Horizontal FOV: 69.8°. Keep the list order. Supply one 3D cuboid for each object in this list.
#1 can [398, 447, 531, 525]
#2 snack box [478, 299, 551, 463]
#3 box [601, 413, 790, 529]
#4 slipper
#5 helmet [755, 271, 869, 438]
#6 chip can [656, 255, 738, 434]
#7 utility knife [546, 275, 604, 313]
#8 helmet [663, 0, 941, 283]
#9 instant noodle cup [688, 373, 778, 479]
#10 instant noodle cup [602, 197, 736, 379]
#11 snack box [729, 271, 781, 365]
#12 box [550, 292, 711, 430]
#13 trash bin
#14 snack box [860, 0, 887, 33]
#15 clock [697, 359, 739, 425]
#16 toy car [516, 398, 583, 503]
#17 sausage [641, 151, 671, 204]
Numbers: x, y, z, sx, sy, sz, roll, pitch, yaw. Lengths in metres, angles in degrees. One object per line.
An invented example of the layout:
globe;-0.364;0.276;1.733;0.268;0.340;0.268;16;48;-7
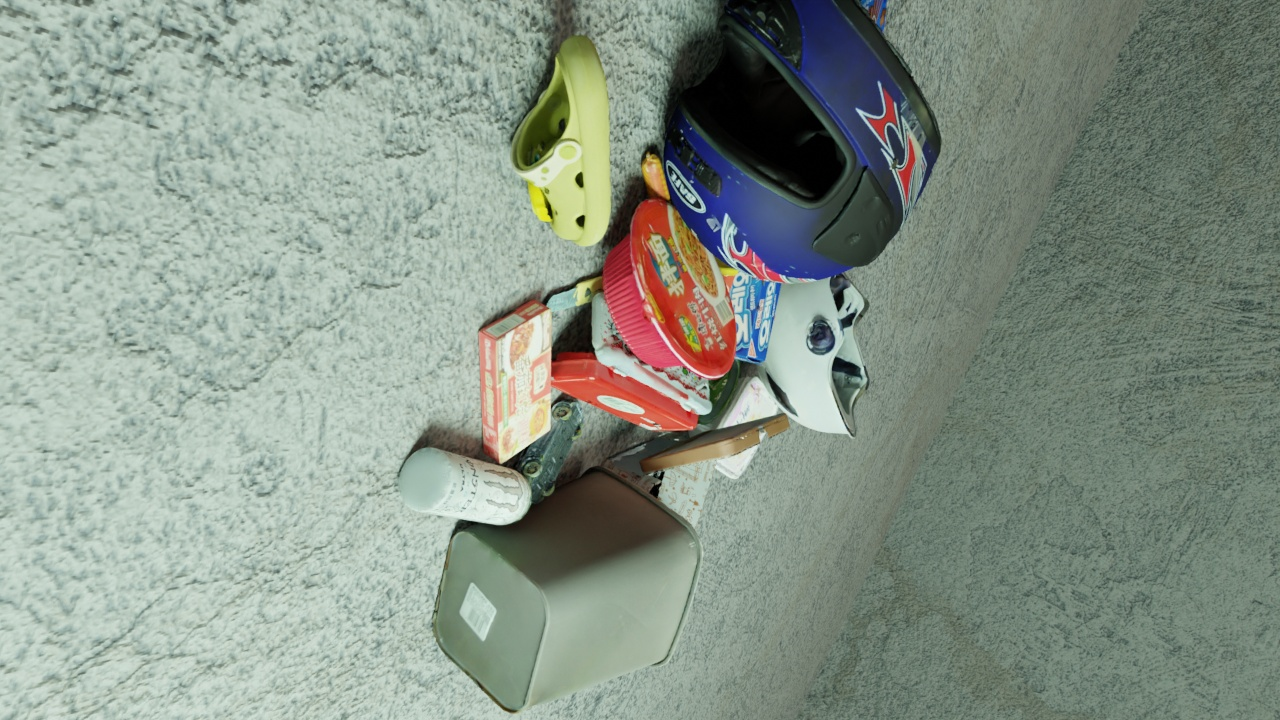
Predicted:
can;-0.163;0.122;0.871;0.058;0.058;0.146;-61;152;-2
snack box;-0.120;0.022;0.890;0.075;0.025;0.153;-34;141;-41
box;0.051;0.142;1.171;0.273;0.130;0.178;-47;162;31
slipper;-0.068;-0.177;0.758;0.081;0.091;0.191;-7;142;-11
helmet;0.232;-0.020;1.287;0.229;0.146;0.258;29;62;-64
chip can;0.050;-0.023;1.089;0.073;0.073;0.217;-12;125;-56
utility knife;-0.038;-0.076;0.959;0.194;0.020;0.031;-18;124;-47
helmet;0.140;-0.207;0.903;0.240;0.247;0.315;-43;147;10
instant noodle cup;0.130;0.090;1.337;0.138;0.060;0.173;-59;151;-5
instant noodle cup;0.025;-0.064;0.937;0.193;0.066;0.193;35;44;-43
snack box;0.138;-0.102;1.116;0.057;0.058;0.207;10;92;-58
box;-0.004;0.004;0.988;0.201;0.095;0.101;29;65;-47
trash bin;-0.085;0.248;0.992;0.219;0.199;0.199;-8;120;-48
snack box;0.285;-0.407;1.189;0.084;0.026;0.157;-46;148;-29
clock;0.085;0.013;1.195;0.115;0.056;0.161;-15;127;-56
toy car;-0.099;0.095;0.981;0.120;0.037;0.054;-61;153;-24
sausage;0.024;-0.160;0.974;0.021;0.021;0.165;-51;151;-20
